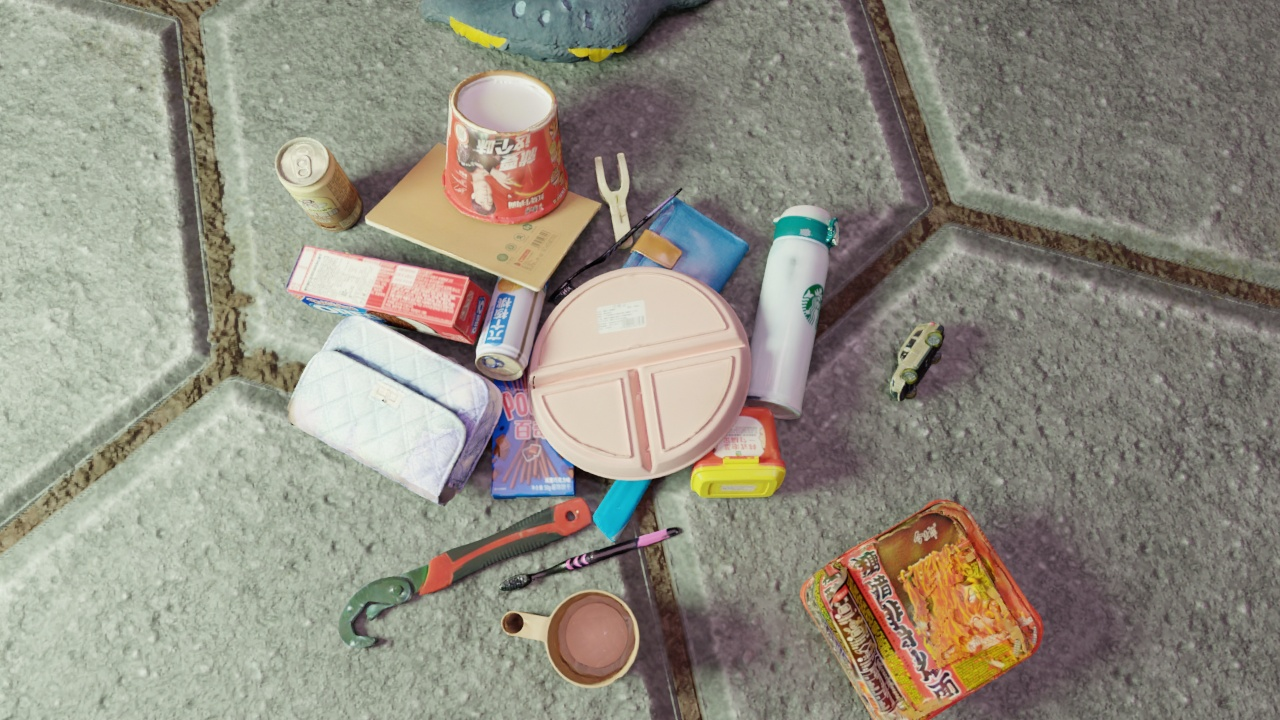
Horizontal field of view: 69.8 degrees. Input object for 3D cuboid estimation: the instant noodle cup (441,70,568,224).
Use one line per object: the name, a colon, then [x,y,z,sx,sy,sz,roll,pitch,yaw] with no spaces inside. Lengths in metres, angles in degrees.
instant noodle cup: [-0.143,-0.227,0.964,0.138,0.109,0.137,3,52,-4]

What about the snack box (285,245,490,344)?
snack box: [-0.262,-0.070,0.948,0.208,0.057,0.058,12,76,19]

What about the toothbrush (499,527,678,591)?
toothbrush: [-0.051,0.199,0.922,0.189,0.018,0.014,-17,74,-6]

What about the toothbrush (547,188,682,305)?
toothbrush: [-0.026,-0.122,0.989,0.189,0.014,0.017,-40,89,4]

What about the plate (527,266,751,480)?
plate: [-0.005,0.005,0.915,0.230,0.028,0.229,-4,68,11]

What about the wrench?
wrench: [-0.176,0.206,0.920,0.273,0.016,0.056,-26,77,-7]

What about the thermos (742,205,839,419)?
thermos: [0.158,-0.054,0.961,0.073,0.073,0.224,13,75,3]

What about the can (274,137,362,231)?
can: [-0.338,-0.184,0.971,0.058,0.116,0.058,0,75,0]

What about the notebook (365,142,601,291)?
notebook: [-0.166,-0.159,0.983,0.208,0.008,0.147,22,53,11]

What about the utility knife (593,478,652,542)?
utility knife: [0.012,0.094,0.948,0.034,0.018,0.198,33,77,-4]

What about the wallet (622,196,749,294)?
wallet: [0.041,-0.100,0.991,0.106,0.040,0.133,33,77,4]

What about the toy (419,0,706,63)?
toy: [-0.075,-0.400,1.050,0.356,0.091,0.137,-8,48,-3]

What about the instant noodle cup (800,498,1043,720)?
instant noodle cup: [0.264,0.240,0.878,0.188,0.079,0.164,-28,77,-6]

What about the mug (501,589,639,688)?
mug: [-0.063,0.256,0.861,0.124,0.104,0.084,9,75,2]

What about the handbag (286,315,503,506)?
handbag: [-0.246,0.045,0.923,0.194,0.075,0.134,25,85,14]

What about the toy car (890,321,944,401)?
toy car: [0.287,0.002,0.961,0.035,0.042,0.090,26,71,29]

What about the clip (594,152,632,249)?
clip: [-0.027,-0.181,0.997,0.035,0.093,0.103,-9,64,-3]

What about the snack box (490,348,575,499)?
snack box: [-0.110,0.064,0.952,0.084,0.026,0.157,-1,75,1]

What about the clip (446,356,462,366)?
clip: [-0.205,0.025,0.967,0.025,0.031,0.057,17,80,6]

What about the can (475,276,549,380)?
can: [-0.131,-0.048,0.949,0.053,0.053,0.134,9,58,2]

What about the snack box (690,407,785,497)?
snack box: [0.096,0.090,0.919,0.091,0.082,0.080,0,65,0]
